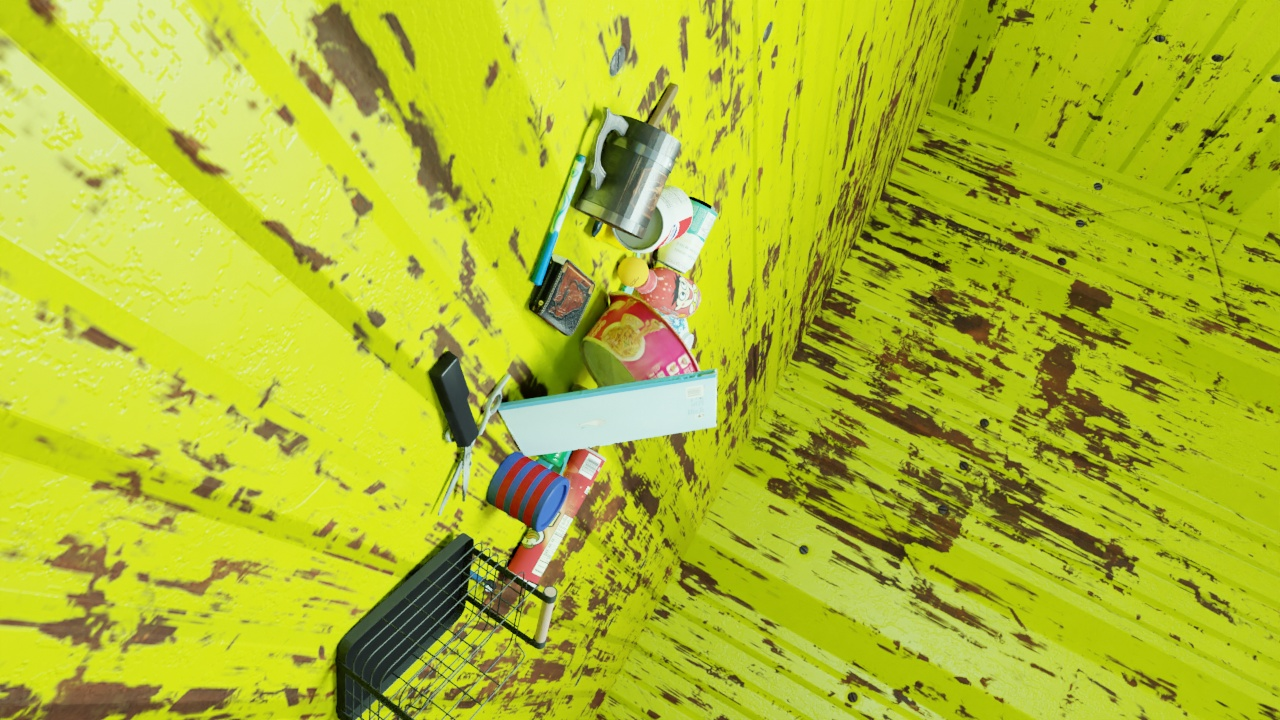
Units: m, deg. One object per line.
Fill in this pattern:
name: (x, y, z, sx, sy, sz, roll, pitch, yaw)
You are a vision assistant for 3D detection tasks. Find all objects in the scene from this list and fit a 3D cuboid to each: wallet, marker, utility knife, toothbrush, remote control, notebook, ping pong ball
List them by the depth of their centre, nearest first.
remote control: (-0.182, 0.043, 0.914, 0.032, 0.015, 0.137, -54, 157, -30)
marker: (-0.085, -0.144, 0.944, 0.142, 0.013, 0.013, -68, 164, 15)
wallet: (-0.088, -0.073, 1.039, 0.072, 0.019, 0.123, -66, 165, -4)
toothbrush: (0.002, -0.249, 1.051, 0.166, 0.016, 0.016, -62, 165, -12)
utility knife: (-0.031, -0.149, 1.105, 0.030, 0.017, 0.164, -60, 165, 6)
notebook: (-0.032, 0.067, 1.111, 0.181, 0.253, 0.009, 81, 0, -66)
ping pong ball: (-0.010, -0.114, 1.186, 0.040, 0.040, 0.040, -55, 163, -27)
toothbrush: (-0.219, 0.287, 1.215, 0.014, 0.014, 0.168, -27, 157, -3)
toothbrush: (-0.010, -0.116, 1.226, 0.022, 0.017, 0.135, -17, 132, -57)

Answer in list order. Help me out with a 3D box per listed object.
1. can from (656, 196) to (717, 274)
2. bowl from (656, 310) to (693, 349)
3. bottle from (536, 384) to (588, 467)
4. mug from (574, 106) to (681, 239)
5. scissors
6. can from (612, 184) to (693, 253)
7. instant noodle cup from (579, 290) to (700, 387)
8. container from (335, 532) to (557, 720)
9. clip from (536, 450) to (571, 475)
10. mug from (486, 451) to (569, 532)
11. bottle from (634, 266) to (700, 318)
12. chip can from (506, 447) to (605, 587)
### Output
can: (0.065, -0.177, 1.298, 0.101, 0.055, 0.055, -64, 165, 3)
bowl: (0.034, -0.026, 1.410, 0.143, 0.074, 0.144, -55, 163, -27)
bottle: (-0.099, 0.086, 1.228, 0.111, 0.043, 0.043, -61, 165, -12)
mug: (-0.022, -0.197, 0.959, 0.115, 0.080, 0.107, 18, 98, -55)
scissors: (-0.183, 0.092, 1.011, 0.161, 0.014, 0.142, -56, 161, -27)
can: (0.015, -0.170, 1.093, 0.070, 0.070, 0.131, -69, 170, 20)
instant noodle cup: (-0.007, 0.007, 1.186, 0.077, 0.178, 0.179, -39, 157, -20)
container: (-0.221, 0.336, 1.045, 0.240, 0.130, 0.163, -41, 153, -46)
clip: (-0.118, 0.124, 1.263, 0.121, 0.031, 0.130, -10, 126, -66)
mug: (-0.135, 0.165, 1.172, 0.075, 0.076, 0.111, -65, 165, 6)
bottle: (0.031, -0.100, 1.300, 0.137, 0.062, 0.062, 17, 100, -61)
chip can: (-0.125, 0.228, 1.360, 0.214, 0.052, 0.052, -61, 165, -10)
